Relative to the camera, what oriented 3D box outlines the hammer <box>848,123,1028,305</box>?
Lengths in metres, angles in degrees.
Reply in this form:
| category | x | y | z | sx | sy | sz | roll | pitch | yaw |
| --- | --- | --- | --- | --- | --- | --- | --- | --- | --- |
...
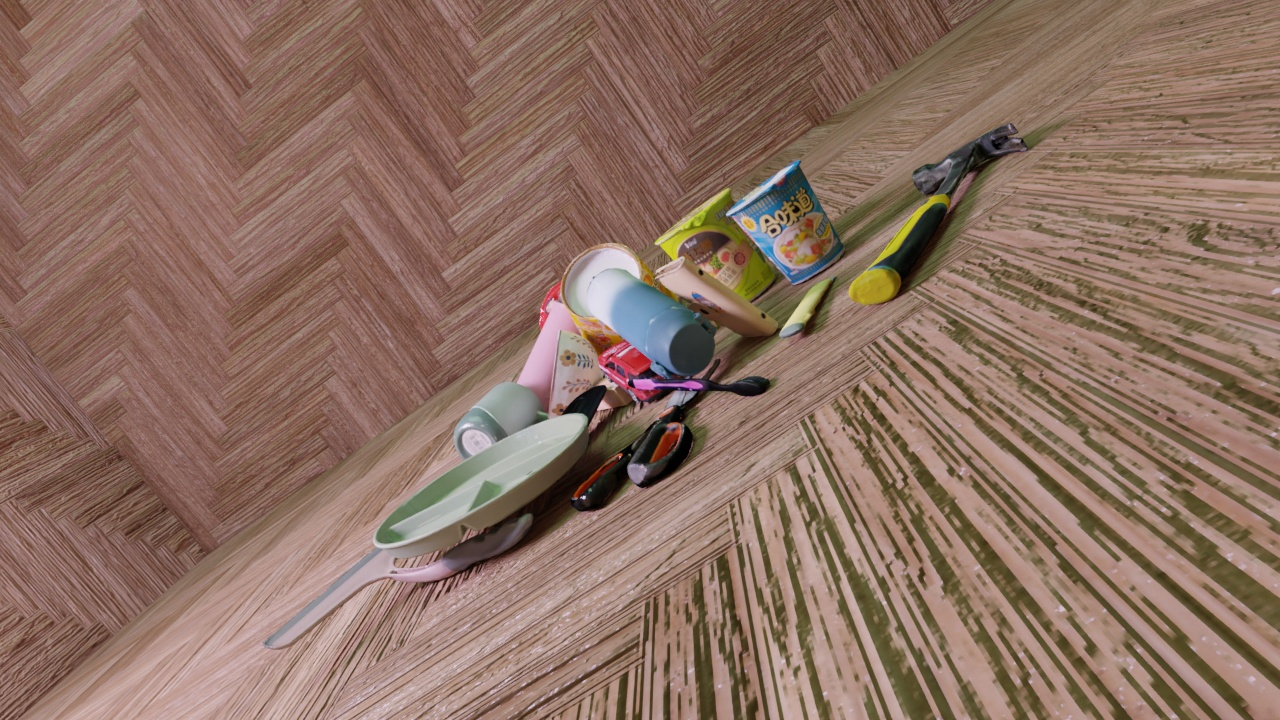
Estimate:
| category | x | y | z | sx | sy | sz | roll | pitch | yaw |
| --- | --- | --- | --- | --- | --- | --- | --- | --- | --- |
| hammer | 0.270 | -0.139 | 0.846 | 0.126 | 0.032 | 0.322 | -28 | 12 | 44 |

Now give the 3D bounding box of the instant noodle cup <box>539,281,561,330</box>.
| category | x | y | z | sx | sy | sz | roll | pitch | yaw |
| --- | --- | --- | --- | --- | --- | --- | --- | --- | --- |
| instant noodle cup | -0.077 | -0.055 | 1.371 | 0.138 | 0.138 | 0.108 | -37 | 18 | -5 |

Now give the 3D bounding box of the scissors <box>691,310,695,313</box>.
| category | x | y | z | sx | sy | sz | roll | pitch | yaw |
| --- | --- | --- | --- | --- | --- | --- | --- | --- | --- |
| scissors | 0.078 | -0.070 | 1.243 | 0.056 | 0.017 | 0.133 | -45 | 8 | -18 |

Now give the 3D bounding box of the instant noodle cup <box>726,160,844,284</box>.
| category | x | y | z | sx | sy | sz | roll | pitch | yaw |
| --- | --- | --- | --- | --- | --- | --- | --- | --- | --- |
| instant noodle cup | 0.165 | -0.146 | 1.007 | 0.099 | 0.110 | 0.099 | -35 | 9 | 6 |

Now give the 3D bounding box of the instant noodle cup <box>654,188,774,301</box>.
| category | x | y | z | sx | sy | sz | roll | pitch | yaw |
| --- | --- | --- | --- | --- | --- | --- | --- | --- | --- |
| instant noodle cup | 0.098 | -0.126 | 1.110 | 0.112 | 0.123 | 0.111 | -36 | 8 | 6 |

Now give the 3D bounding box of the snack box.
| category | x | y | z | sx | sy | sz | roll | pitch | yaw |
| --- | --- | --- | --- | --- | --- | --- | --- | --- | --- |
| snack box | 0.012 | 0.001 | 1.082 | 0.157 | 0.026 | 0.085 | -41 | 12 | -25 |

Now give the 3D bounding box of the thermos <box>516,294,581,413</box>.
| category | x | y | z | sx | sy | sz | roll | pitch | yaw |
| --- | --- | --- | --- | --- | --- | --- | --- | --- | --- |
| thermos | -0.102 | -0.022 | 1.269 | 0.067 | 0.087 | 0.198 | 19 | 81 | 39 |

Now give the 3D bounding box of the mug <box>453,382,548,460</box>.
| category | x | y | z | sx | sy | sz | roll | pitch | yaw |
| --- | --- | --- | --- | --- | --- | --- | --- | --- | --- |
| mug | -0.171 | 0.088 | 1.179 | 0.112 | 0.082 | 0.106 | 3 | 25 | 20 |

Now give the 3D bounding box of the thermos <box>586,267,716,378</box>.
| category | x | y | z | sx | sy | sz | roll | pitch | yaw |
| --- | --- | --- | --- | --- | --- | --- | --- | --- | --- |
| thermos | 0.007 | -0.041 | 0.941 | 0.070 | 0.070 | 0.220 | -37 | 27 | -7 |

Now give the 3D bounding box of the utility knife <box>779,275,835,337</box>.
| category | x | y | z | sx | sy | sz | roll | pitch | yaw |
| --- | --- | --- | --- | --- | --- | --- | --- | --- | --- |
| utility knife | 0.158 | -0.054 | 0.863 | 0.031 | 0.018 | 0.165 | -25 | 15 | 31 |

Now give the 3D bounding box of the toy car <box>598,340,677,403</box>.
| category | x | y | z | sx | sy | sz | roll | pitch | yaw |
| --- | --- | --- | --- | --- | --- | --- | --- | --- | --- |
| toy car | -0.006 | 0.006 | 0.986 | 0.052 | 0.045 | 0.120 | -33 | 26 | -16 |

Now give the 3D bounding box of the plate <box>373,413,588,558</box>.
| category | x | y | z | sx | sy | sz | roll | pitch | yaw |
| --- | --- | --- | --- | --- | --- | --- | --- | --- | --- |
| plate | -0.147 | 0.119 | 0.876 | 0.230 | 0.027 | 0.230 | -27 | 10 | 5 |

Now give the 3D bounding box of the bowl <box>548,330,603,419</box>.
| category | x | y | z | sx | sy | sz | roll | pitch | yaw |
| --- | --- | --- | --- | --- | --- | --- | --- | --- | --- |
| bowl | -0.077 | 0.022 | 1.128 | 0.062 | 0.113 | 0.113 | 7 | 8 | -6 |

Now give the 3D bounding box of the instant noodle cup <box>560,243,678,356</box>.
| category | x | y | z | sx | sy | sz | roll | pitch | yaw |
| --- | --- | --- | --- | --- | --- | --- | --- | --- | --- |
| instant noodle cup | -0.031 | -0.074 | 1.158 | 0.138 | 0.138 | 0.110 | -35 | -32 | 3 |

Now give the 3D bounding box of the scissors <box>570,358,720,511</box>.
| category | x | y | z | sx | sy | sz | roll | pitch | yaw |
| --- | --- | --- | --- | --- | --- | --- | --- | --- | --- |
| scissors | 0.008 | 0.062 | 0.810 | 0.190 | 0.022 | 0.229 | -35 | 10 | 4 |

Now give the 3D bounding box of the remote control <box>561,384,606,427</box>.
| category | x | y | z | sx | sy | sz | roll | pitch | yaw |
| --- | --- | --- | --- | --- | --- | --- | --- | --- | --- |
| remote control | -0.074 | 0.069 | 0.989 | 0.053 | 0.024 | 0.136 | -31 | 22 | 39 |

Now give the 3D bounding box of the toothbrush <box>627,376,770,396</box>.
| category | x | y | z | sx | sy | sz | roll | pitch | yaw |
| --- | --- | --- | --- | --- | --- | --- | --- | --- | --- |
| toothbrush | 0.046 | 0.021 | 0.812 | 0.017 | 0.014 | 0.190 | -29 | 16 | -32 |

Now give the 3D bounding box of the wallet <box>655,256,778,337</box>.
| category | x | y | z | sx | sy | sz | roll | pitch | yaw |
| --- | --- | --- | --- | --- | --- | --- | --- | --- | --- |
| wallet | 0.071 | -0.058 | 0.906 | 0.024 | 0.115 | 0.087 | -60 | 14 | -9 |

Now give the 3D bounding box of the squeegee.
| category | x | y | z | sx | sy | sz | roll | pitch | yaw |
| --- | --- | --- | --- | --- | --- | --- | --- | --- | --- |
| squeegee | -0.181 | 0.181 | 0.845 | 0.250 | 0.040 | 0.246 | -22 | 11 | 35 |
